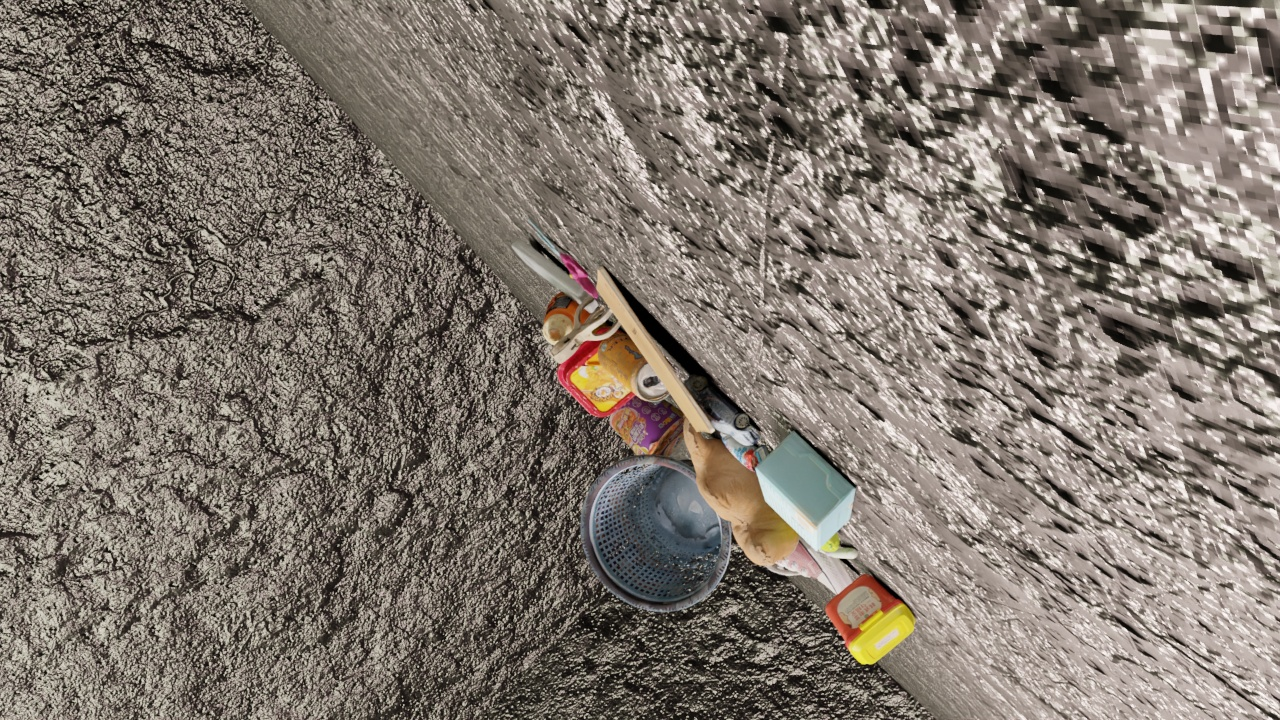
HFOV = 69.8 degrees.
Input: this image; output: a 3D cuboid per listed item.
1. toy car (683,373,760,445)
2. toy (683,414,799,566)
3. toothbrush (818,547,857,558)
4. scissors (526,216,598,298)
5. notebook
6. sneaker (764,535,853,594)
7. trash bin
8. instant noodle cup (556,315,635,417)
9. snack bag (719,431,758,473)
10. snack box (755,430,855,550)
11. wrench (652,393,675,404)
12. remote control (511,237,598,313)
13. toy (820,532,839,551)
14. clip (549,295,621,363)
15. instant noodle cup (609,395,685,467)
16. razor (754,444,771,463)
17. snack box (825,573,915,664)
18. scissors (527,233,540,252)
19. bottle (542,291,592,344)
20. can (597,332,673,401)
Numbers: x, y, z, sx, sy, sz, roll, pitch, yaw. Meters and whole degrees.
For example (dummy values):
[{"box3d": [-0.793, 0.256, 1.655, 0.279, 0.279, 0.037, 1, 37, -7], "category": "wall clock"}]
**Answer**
[{"box3d": [0.086, 0.056, 0.992, 0.105, 0.031, 0.049, 42, 175, 27], "category": "toy car"}, {"box3d": [0.121, 0.159, 1.184, 0.226, 0.083, 0.143, 53, -165, 2], "category": "toy"}, {"box3d": [0.258, 0.249, 1.200, 0.029, 0.020, 0.189, 15, 171, 4], "category": "toothbrush"}, {"box3d": [-0.098, -0.130, 1.113, 0.135, 0.017, 0.108, 49, 177, 6], "category": "scissors"}, {"box3d": [0.013, -0.007, 1.016, 0.207, 0.008, 0.148, 55, 175, 1], "category": "notebook"}, {"box3d": [0.215, 0.276, 1.365, 0.241, 0.088, 0.118, 44, 175, 32], "category": "sneaker"}, {"box3d": [0.050, 0.237, 1.382, 0.226, 0.227, 0.194, 45, -162, 12], "category": "trash bin"}, {"box3d": [-0.059, 0.001, 1.353, 0.116, 0.116, 0.123, 48, -174, -26], "category": "instant noodle cup"}, {"box3d": [0.125, 0.109, 1.118, 0.045, 0.026, 0.105, 40, -179, -27], "category": "snack bag"}, {"box3d": [0.155, 0.126, 0.861, 0.074, 0.051, 0.175, 45, 174, 20], "category": "snack box"}, {"box3d": [0.040, 0.045, 1.298, 0.273, 0.016, 0.056, -169, 57, -78], "category": "wrench"}, {"box3d": [-0.119, -0.120, 1.278, 0.150, 0.021, 0.058, 38, 173, 28], "category": "remote control"}, {"box3d": [0.212, 0.201, 1.118, 0.096, 0.031, 0.100, 44, 180, -34], "category": "toy"}, {"box3d": [-0.077, -0.046, 1.215, 0.035, 0.102, 0.095, 48, -160, -44], "category": "clip"}, {"box3d": [0.013, 0.100, 1.458, 0.099, 0.111, 0.111, 41, 174, 18], "category": "instant noodle cup"}, {"box3d": [0.162, 0.141, 1.060, 0.132, 0.028, 0.043, 58, -169, -53], "category": "razor"}, {"box3d": [0.291, 0.327, 1.174, 0.082, 0.091, 0.080, 51, 180, -45], "category": "snack box"}, {"box3d": [-0.159, -0.163, 1.356, 0.133, 0.014, 0.175, 40, 172, 41], "category": "scissors"}, {"box3d": [-0.107, -0.054, 1.281, 0.067, 0.067, 0.149, 46, -165, -8], "category": "bottle"}, {"box3d": [-0.007, 0.007, 1.203, 0.058, 0.058, 0.146, 48, 174, -26], "category": "can"}]
